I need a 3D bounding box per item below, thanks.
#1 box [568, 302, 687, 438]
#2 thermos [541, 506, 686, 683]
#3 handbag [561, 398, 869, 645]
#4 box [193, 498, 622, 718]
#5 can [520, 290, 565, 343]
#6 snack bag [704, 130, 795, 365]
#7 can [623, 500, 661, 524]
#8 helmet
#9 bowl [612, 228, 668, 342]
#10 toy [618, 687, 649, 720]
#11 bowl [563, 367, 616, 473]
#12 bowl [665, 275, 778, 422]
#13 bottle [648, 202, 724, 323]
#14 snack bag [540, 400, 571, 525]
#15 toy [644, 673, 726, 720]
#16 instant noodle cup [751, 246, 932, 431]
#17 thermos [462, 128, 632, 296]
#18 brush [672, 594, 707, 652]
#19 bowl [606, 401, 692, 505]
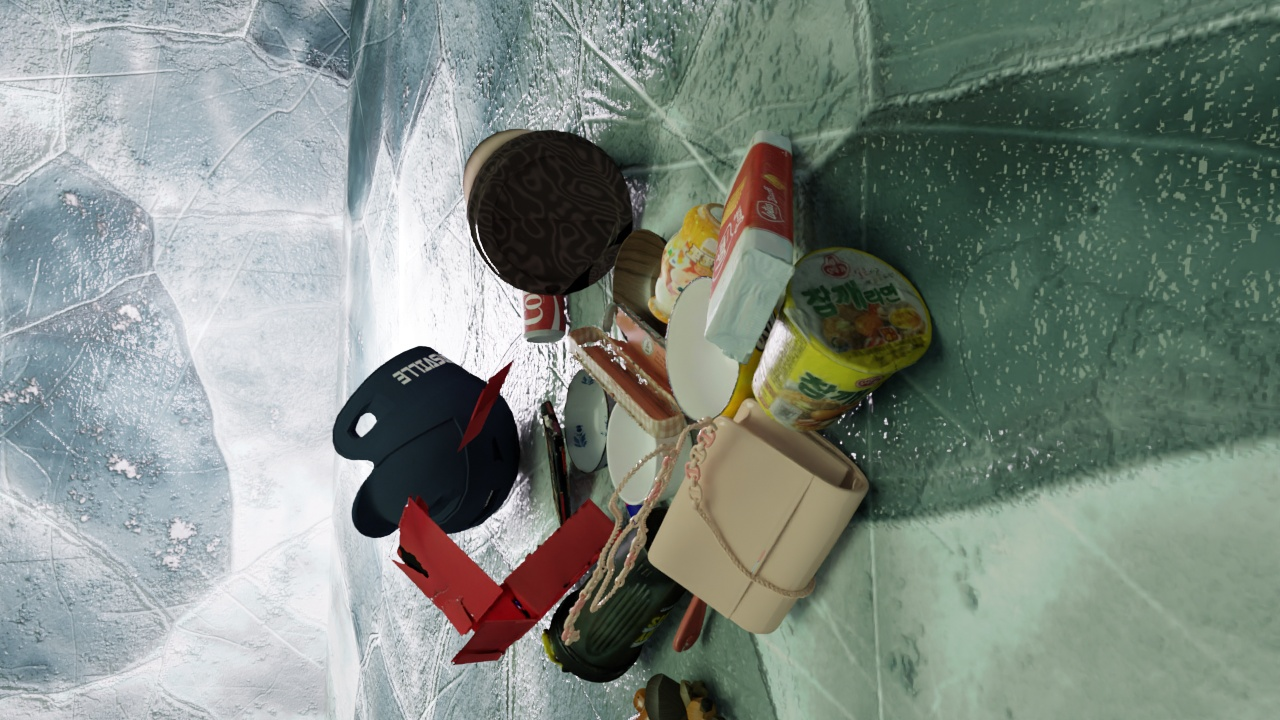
[{"bbox_3d":[-0.006,0.006,0.847,0.078,0.054,0.187,-50,42,2],"label":"box"},{"bbox_3d":[-0.017,0.230,0.880,0.221,0.098,0.098,-57,40,40],"label":"thermos"},{"bbox_3d":[0.053,0.144,0.645,0.116,0.186,0.199,36,123,20],"label":"handbag"},{"bbox_3d":[-0.218,0.270,0.928,0.107,0.408,0.212,65,152,18],"label":"box"},{"bbox_3d":[-0.122,-0.073,1.139,0.054,0.054,0.096,-23,68,61],"label":"can"},{"bbox_3d":[0.081,-0.092,0.658,0.224,0.041,0.078,-73,5,-56],"label":"snack bag"},{"bbox_3d":[-0.001,0.136,0.916,0.095,0.032,0.032,64,142,42],"label":"can"},{"bbox_3d":[-0.282,0.141,1.253,0.223,0.231,0.273,40,108,12],"label":"helmet"},{"bbox_3d":[0.015,-0.067,0.890,0.119,0.032,0.119,12,104,59],"label":"bowl"},{"bbox_3d":[0.022,0.364,0.862,0.103,0.070,0.090,37,110,31],"label":"toy"},{"bbox_3d":[-0.039,0.064,0.981,0.114,0.045,0.114,-5,85,63],"label":"bowl"},{"bbox_3d":[0.076,-0.008,0.736,0.117,0.067,0.117,-6,84,63],"label":"bowl"},{"bbox_3d":[0.047,-0.081,0.789,0.109,0.063,0.063,-56,41,34],"label":"bottle"},{"bbox_3d":[-0.097,0.127,1.068,0.074,0.018,0.155,-117,21,-53],"label":"snack bag"},{"bbox_3d":[0.044,0.305,0.800,0.076,0.062,0.100,55,148,-11],"label":"toy"},{"bbox_3d":[0.125,-0.006,0.621,0.108,0.102,0.102,114,147,-53],"label":"instant noodle cup"},{"bbox_3d":[-0.119,-0.181,1.029,0.226,0.172,0.173,-132,49,-62],"label":"thermos"},{"bbox_3d":[0.064,0.189,0.786,0.030,0.040,0.173,35,121,38],"label":"brush"},{"bbox_3d":[0.013,0.083,0.871,0.105,0.054,0.105,3,94,63],"label":"bowl"}]
